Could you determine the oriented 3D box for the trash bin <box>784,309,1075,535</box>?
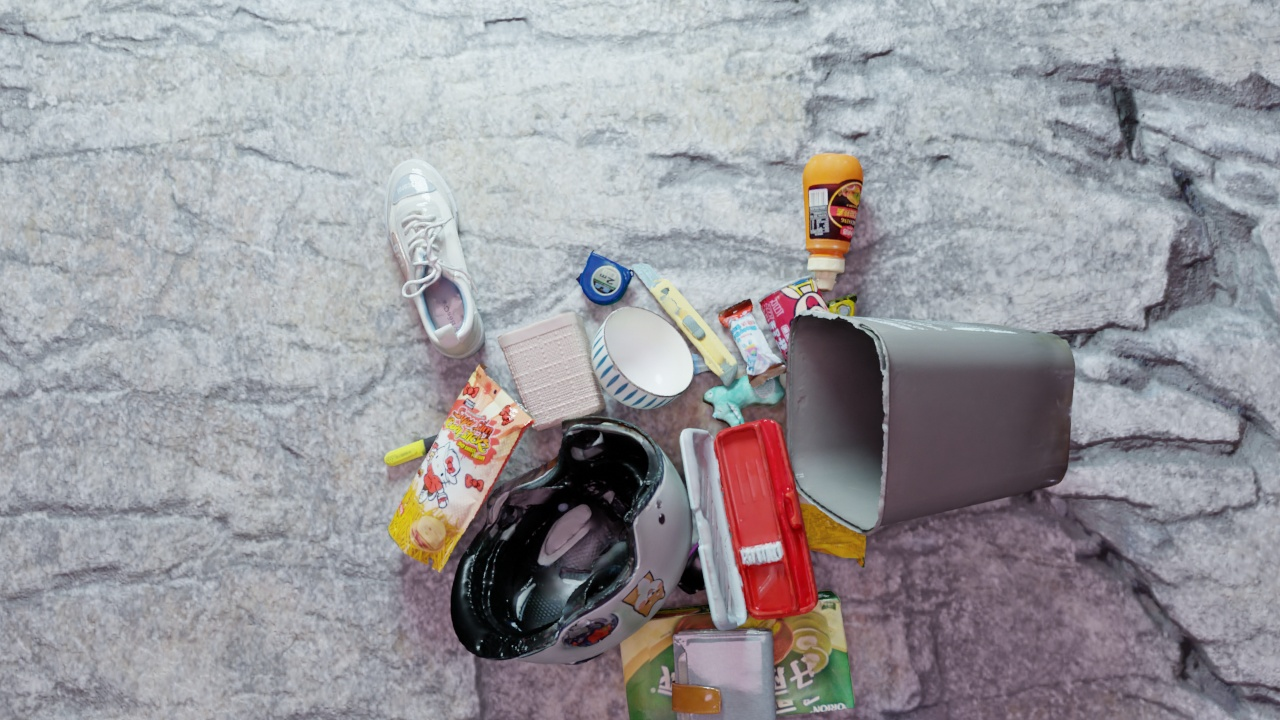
[{"bbox_3d":[0.280,0.046,0.902,0.219,0.199,0.199,-4,100,-15],"label":"trash bin"}]

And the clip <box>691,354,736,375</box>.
[{"bbox_3d":[0.080,0.004,1.037,0.058,0.037,0.026,-4,78,7],"label":"clip"}]

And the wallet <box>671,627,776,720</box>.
[{"bbox_3d":[0.084,0.340,0.930,0.106,0.037,0.129,-2,86,4],"label":"wallet"}]

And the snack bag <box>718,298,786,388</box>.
[{"bbox_3d":[0.123,-0.020,1.020,0.045,0.026,0.105,-24,62,0],"label":"snack bag"}]

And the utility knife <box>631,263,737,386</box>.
[{"bbox_3d":[0.051,-0.046,1.039,0.031,0.019,0.182,-36,68,-9],"label":"utility knife"}]

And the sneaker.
[{"bbox_3d":[-0.243,-0.120,1.042,0.089,0.091,0.242,-18,82,2],"label":"sneaker"}]

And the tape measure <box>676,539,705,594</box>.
[{"bbox_3d":[0.069,0.222,0.996,0.039,0.057,0.058,36,111,6],"label":"tape measure"}]

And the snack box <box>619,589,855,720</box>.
[{"bbox_3d":[0.100,0.318,0.980,0.240,0.063,0.114,-7,86,4],"label":"snack box"}]

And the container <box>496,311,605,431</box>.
[{"bbox_3d":[-0.094,0.015,1.017,0.090,0.090,0.111,-18,86,3],"label":"container"}]

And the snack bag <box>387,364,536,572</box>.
[{"bbox_3d":[-0.196,0.118,1.005,0.128,0.073,0.208,39,104,46],"label":"snack bag"}]

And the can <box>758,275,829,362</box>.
[{"bbox_3d":[0.178,-0.038,1.006,0.066,0.066,0.093,-24,83,2],"label":"can"}]

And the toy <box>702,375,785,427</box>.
[{"bbox_3d":[0.117,0.043,1.020,0.092,0.030,0.096,-20,62,6],"label":"toy"}]

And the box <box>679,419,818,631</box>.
[{"bbox_3d":[0.108,0.160,0.920,0.094,0.100,0.201,-17,75,24],"label":"box"}]

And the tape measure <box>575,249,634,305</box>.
[{"bbox_3d":[-0.042,-0.091,1.053,0.058,0.025,0.054,26,89,11],"label":"tape measure"}]

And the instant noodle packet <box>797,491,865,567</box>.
[{"bbox_3d":[0.193,0.158,0.998,0.128,0.044,0.110,11,84,4],"label":"instant noodle packet"}]

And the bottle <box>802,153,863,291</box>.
[{"bbox_3d":[0.210,-0.151,1.020,0.067,0.066,0.149,4,92,6],"label":"bottle"}]

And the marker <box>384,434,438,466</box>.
[{"bbox_3d":[-0.236,0.095,1.058,0.124,0.015,0.018,-20,88,2],"label":"marker"}]

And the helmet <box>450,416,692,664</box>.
[{"bbox_3d":[-0.051,0.203,0.950,0.157,0.230,0.274,39,90,-36],"label":"helmet"}]

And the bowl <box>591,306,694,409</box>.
[{"bbox_3d":[-0.006,0.006,1.008,0.116,0.116,0.066,52,132,8],"label":"bowl"}]

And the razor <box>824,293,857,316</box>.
[{"bbox_3d":[0.239,-0.007,1.019,0.043,0.028,0.132,-16,85,0],"label":"razor"}]
